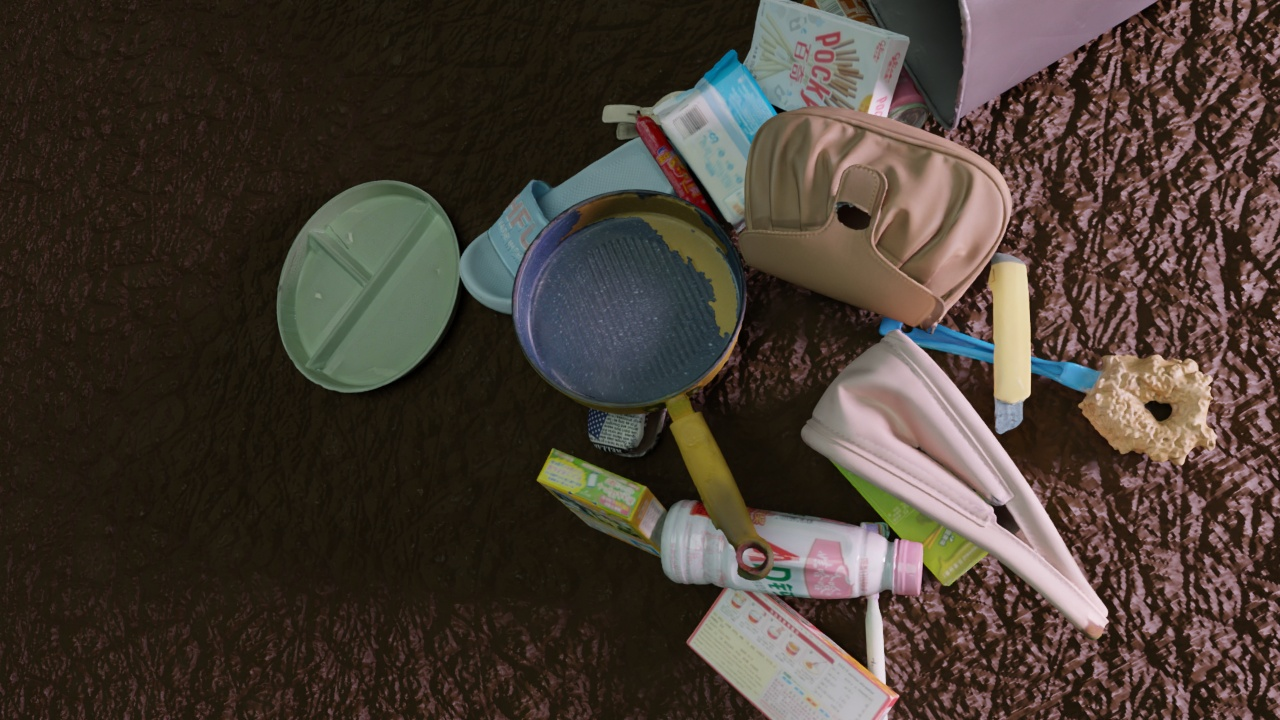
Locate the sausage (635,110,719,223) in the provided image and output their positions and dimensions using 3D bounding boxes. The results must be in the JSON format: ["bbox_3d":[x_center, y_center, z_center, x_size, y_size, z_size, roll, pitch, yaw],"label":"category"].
[{"bbox_3d":[0.039,-0.159,0.829,0.020,0.020,0.156,-32,96,12],"label":"sausage"}]

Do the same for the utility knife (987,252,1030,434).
[{"bbox_3d":[0.282,-0.019,0.702,0.031,0.019,0.176,-2,47,23],"label":"utility knife"}]

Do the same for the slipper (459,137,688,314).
[{"bbox_3d":[-0.067,-0.131,0.867,0.246,0.074,0.104,-32,70,11],"label":"slipper"}]

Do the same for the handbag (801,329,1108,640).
[{"bbox_3d":[0.223,0.092,0.624,0.234,0.193,0.093,44,97,13],"label":"handbag"}]

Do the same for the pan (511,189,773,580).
[{"bbox_3d":[0.019,0.012,0.733,0.197,0.078,0.357,-24,69,-1],"label":"pan"}]

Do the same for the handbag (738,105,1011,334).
[{"bbox_3d":[0.175,-0.113,0.717,0.204,0.099,0.148,22,115,19],"label":"handbag"}]

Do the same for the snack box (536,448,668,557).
[{"bbox_3d":[-0.021,0.122,0.758,0.087,0.140,0.033,19,74,24],"label":"snack box"}]

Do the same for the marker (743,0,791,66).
[{"bbox_3d":[0.116,-0.302,0.863,0.017,0.017,0.145,26,89,24],"label":"marker"}]

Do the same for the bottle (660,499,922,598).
[{"bbox_3d":[0.117,0.152,0.718,0.197,0.068,0.068,3,80,20],"label":"bottle"}]

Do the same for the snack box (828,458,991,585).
[{"bbox_3d":[0.220,0.092,0.733,0.086,0.026,0.156,-44,67,7],"label":"snack box"}]

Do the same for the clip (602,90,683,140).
[{"bbox_3d":[0.014,-0.233,0.864,0.104,0.076,0.034,5,80,11],"label":"clip"}]

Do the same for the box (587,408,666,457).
[{"bbox_3d":[-0.010,0.002,0.814,0.075,0.076,0.163,11,83,21],"label":"box"}]

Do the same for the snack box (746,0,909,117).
[{"bbox_3d":[0.152,-0.251,0.785,0.157,0.026,0.085,41,130,44],"label":"snack box"}]

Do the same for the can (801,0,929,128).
[{"bbox_3d":[0.192,-0.259,0.801,0.058,0.058,0.147,-29,70,13],"label":"can"}]

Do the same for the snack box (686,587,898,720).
[{"bbox_3d":[0.117,0.245,0.729,0.156,0.027,0.077,36,93,32],"label":"snack box"}]

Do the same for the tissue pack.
[{"bbox_3d":[0.085,-0.190,0.810,0.090,0.063,0.140,-35,93,11],"label":"tissue pack"}]

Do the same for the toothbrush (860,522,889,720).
[{"bbox_3d":[0.186,0.223,0.722,0.020,0.029,0.189,160,113,-62],"label":"toothbrush"}]

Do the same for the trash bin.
[{"bbox_3d":[0.299,-0.336,0.712,0.220,0.199,0.198,-26,71,8],"label":"trash bin"}]

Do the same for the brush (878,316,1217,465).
[{"bbox_3d":[0.310,0.007,0.714,0.255,0.045,0.083,21,90,28],"label":"brush"}]

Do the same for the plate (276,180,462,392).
[{"bbox_3d":[-0.284,-0.077,0.965,0.230,0.027,0.230,-5,78,21],"label":"plate"}]
